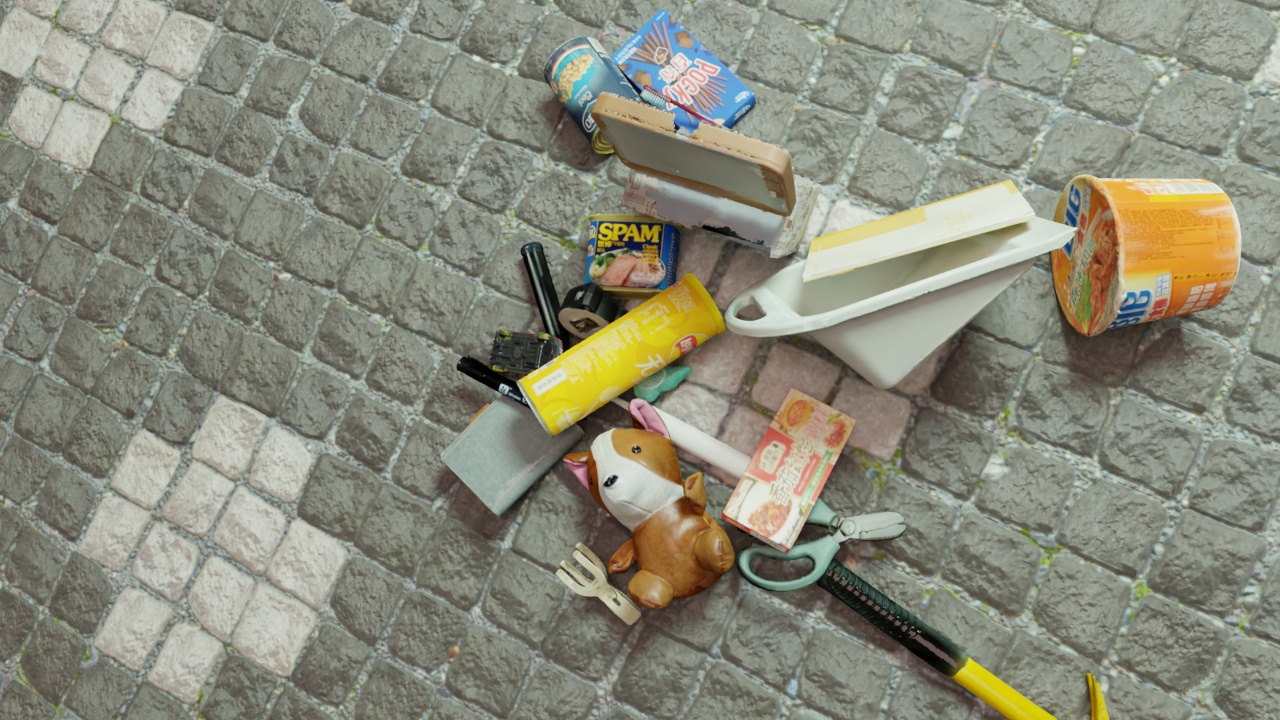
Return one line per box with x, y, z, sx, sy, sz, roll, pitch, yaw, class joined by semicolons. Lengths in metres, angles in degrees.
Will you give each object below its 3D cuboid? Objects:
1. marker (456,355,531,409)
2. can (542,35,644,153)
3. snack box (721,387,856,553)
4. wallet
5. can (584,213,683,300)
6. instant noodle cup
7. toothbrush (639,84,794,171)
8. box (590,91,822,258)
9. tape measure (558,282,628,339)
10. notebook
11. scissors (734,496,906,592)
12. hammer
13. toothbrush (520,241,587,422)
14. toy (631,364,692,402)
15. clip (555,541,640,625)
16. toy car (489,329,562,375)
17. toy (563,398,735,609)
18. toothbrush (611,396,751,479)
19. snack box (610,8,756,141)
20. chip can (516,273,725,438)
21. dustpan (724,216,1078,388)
-0.140;0.031;0.994;0.132;0.022;0.020;26;132;14;marker
-0.051;-0.299;1.028;0.075;0.075;0.111;-35;75;5;can
0.149;0.108;0.919;0.075;0.025;0.152;28;72;12;snack box
-0.142;0.091;1.001;0.106;0.037;0.129;42;78;19;wallet
-0.008;-0.111;0.998;0.102;0.057;0.083;4;84;14;can
0.465;-0.101;0.849;0.111;0.151;0.151;-5;79;3;instant noodle cup
0.083;-0.248;0.995;0.187;0.016;0.017;28;102;-3;toothbrush
0.065;-0.172;0.876;0.179;0.260;0.103;21;105;15;box
-0.054;-0.049;0.989;0.066;0.065;0.033;-14;46;47;tape measure
0.262;-0.126;0.887;0.207;0.145;0.010;-15;108;20;notebook
0.174;0.188;0.900;0.185;0.019;0.129;7;63;25;scissors
0.303;0.290;0.873;0.301;0.033;0.129;34;89;15;hammer
-0.094;-0.032;1.013;0.027;0.026;0.212;-16;74;-4;toothbrush
-0.006;0.006;0.991;0.096;0.030;0.092;-35;71;-2;toy
-0.047;0.230;0.966;0.101;0.096;0.035;40;89;-27;clip
-0.123;-0.006;1.003;0.106;0.031;0.049;5;85;41;toy car
0.005;0.146;0.925;0.140;0.130;0.199;-34;66;14;toy
0.031;0.072;0.973;0.221;0.026;0.026;27;45;15;toothbrush
0.047;-0.316;1.034;0.084;0.026;0.157;-43;75;3;snack box
-0.019;-0.005;0.941;0.213;0.072;0.072;-32;75;-4;chip can
0.215;-0.086;0.857;0.142;0.222;0.258;39;101;-13;dustpan
